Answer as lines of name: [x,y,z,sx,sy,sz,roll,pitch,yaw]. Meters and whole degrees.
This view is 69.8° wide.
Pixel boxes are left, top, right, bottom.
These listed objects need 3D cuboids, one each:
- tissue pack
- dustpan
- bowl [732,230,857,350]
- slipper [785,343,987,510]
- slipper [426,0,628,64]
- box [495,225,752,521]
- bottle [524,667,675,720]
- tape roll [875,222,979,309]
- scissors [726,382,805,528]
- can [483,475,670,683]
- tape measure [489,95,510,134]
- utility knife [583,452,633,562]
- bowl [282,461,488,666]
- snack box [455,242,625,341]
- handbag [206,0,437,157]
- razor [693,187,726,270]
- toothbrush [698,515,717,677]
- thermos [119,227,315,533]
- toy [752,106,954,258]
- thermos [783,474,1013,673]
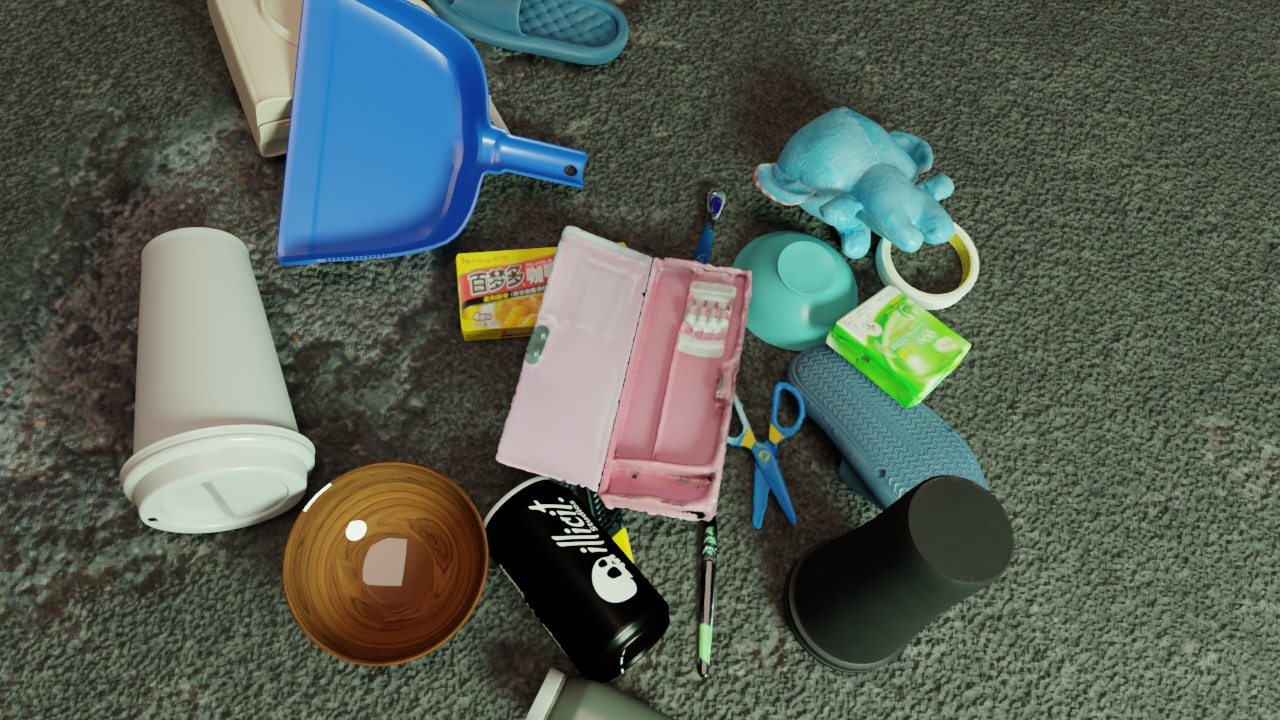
tissue pack: [0.224,-0.015,0.800,0.099,0.034,0.113,41,48,20]
dustpan: [-0.169,-0.189,0.810,0.257,0.060,0.245,6,92,-33]
bowl: [0.144,-0.074,0.829,0.121,0.046,0.121,2,70,-5]
slipper: [0.207,0.070,0.779,0.103,0.059,0.213,-25,60,-24]
slipper: [-0.114,-0.350,0.894,0.213,0.059,0.103,20,65,-3]
box: [-0.006,0.007,0.751,0.180,0.051,0.232,15,60,0]
bottle: [-0.028,0.272,0.677,0.108,0.060,0.060,26,69,4]
tape roll: [0.270,-0.094,0.864,0.094,0.019,0.094,2,70,-6]
scissors: [0.096,0.082,0.777,0.097,0.020,0.132,4,81,24]
can: [-0.050,0.163,0.692,0.080,0.080,0.146,-36,65,-17]
tape measure: [-0.159,-0.216,0.865,0.065,0.017,0.064,-26,75,-14]
utility knife: [-0.030,0.118,0.755,0.028,0.020,0.186,-9,72,-10]
bowl: [-0.187,0.156,0.697,0.147,0.069,0.147,1,70,-4]
snack box: [-0.084,-0.061,0.811,0.152,0.025,0.075,-5,70,-8]
handbag: [-0.278,-0.296,0.850,0.197,0.101,0.194,-18,72,-25]
razor: [0.057,-0.102,0.845,0.044,0.018,0.140,14,69,0]
toothbrush: [0.056,0.161,0.751,0.014,0.017,0.187,4,71,2]
thermos: [-0.335,0.009,0.714,0.131,0.132,0.221,-14,64,-11]
toy: [0.205,-0.148,0.832,0.183,0.115,0.180,-16,52,-22]
thermos: [0.182,0.155,0.663,0.106,0.219,0.105,4,62,-8]
